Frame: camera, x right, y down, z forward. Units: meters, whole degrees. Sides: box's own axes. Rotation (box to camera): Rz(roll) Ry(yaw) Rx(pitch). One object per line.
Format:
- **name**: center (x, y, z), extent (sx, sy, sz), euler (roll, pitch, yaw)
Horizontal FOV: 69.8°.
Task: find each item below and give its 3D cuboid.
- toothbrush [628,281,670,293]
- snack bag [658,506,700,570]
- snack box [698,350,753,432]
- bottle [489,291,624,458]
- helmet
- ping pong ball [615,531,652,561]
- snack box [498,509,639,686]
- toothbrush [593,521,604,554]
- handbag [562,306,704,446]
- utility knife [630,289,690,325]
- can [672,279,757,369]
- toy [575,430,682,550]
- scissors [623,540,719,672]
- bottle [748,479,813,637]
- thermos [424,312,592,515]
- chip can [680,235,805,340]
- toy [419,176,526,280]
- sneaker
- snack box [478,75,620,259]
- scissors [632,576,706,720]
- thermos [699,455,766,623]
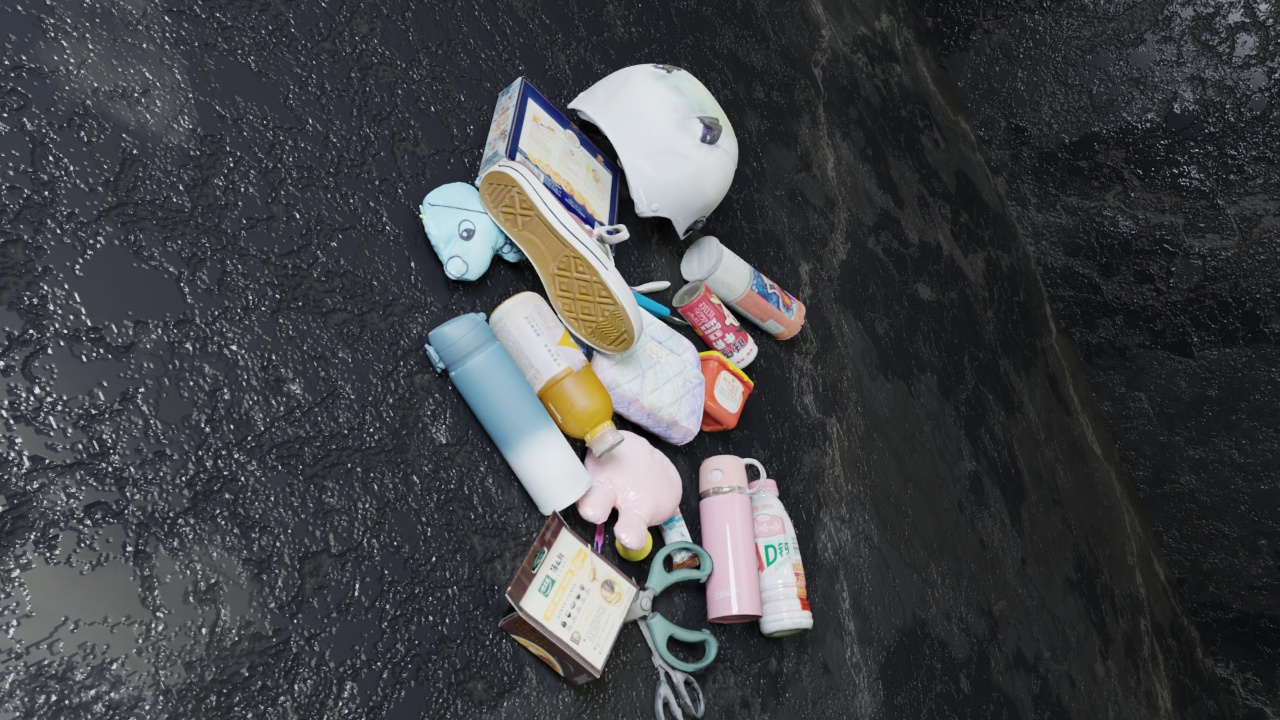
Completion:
- **toothbrush**: center (-0.019, -0.092, 1.177), extent (0.187, 0.016, 0.017), euler (-14, 72, -52)
- **snack bag**: center (0.039, 0.199, 1.085), extent (0.048, 0.026, 0.104), euler (-14, 82, -40)
- **snack box**: center (0.092, 0.042, 1.188), extent (0.091, 0.082, 0.080), euler (38, 55, -33)
- **bottle**: center (-0.085, 0.017, 0.964), extent (0.189, 0.068, 0.067), euler (54, 37, 9)
- **helmet**: center (0.043, -0.291, 1.197), extent (0.229, 0.146, 0.258), euler (60, 21, 16)
- **ping pong ball**: center (-0.007, 0.201, 1.014), extent (0.040, 0.040, 0.040), euler (26, 53, -40)
- **snack box**: center (-0.073, 0.232, 0.900), extent (0.125, 0.053, 0.113), euler (42, 42, -10)
- **toothbrush**: center (-0.053, 0.241, 0.966), extent (0.014, 0.018, 0.188), euler (37, 43, -34)
- **handbag**: center (-0.007, 0.006, 1.089), extent (0.193, 0.076, 0.134), euler (31, 52, -36)
- **utility knife**: center (0.005, -0.069, 1.167), extent (0.204, 0.034, 0.018), euler (18, 66, -53)
- **can**: center (0.105, -0.048, 1.269), extent (0.133, 0.053, 0.053), euler (47, 41, -23)
- **toy**: center (-0.015, 0.141, 1.008), extent (0.121, 0.054, 0.159), euler (37, 33, 0)
- **scissors**: center (0.033, 0.285, 1.017), extent (0.174, 0.019, 0.176), euler (-16, 84, -44)
- **bottle**: center (0.172, 0.252, 1.186), extent (0.068, 0.068, 0.196), euler (19, 53, -44)
- **thermos**: center (-0.133, 0.052, 0.926), extent (0.220, 0.070, 0.070), euler (57, 38, -11)
- **chip can**: center (0.154, -0.101, 1.342), extent (0.214, 0.071, 0.071), euler (30, 50, -40)
- **toy**: center (-0.179, -0.145, 0.985), extent (0.156, 0.050, 0.161), euler (24, 49, -44)
- **sneaker**: center (-0.071, -0.118, 0.985), extent (0.241, 0.119, 0.087), euler (52, 40, -4)
- **snack box**: center (-0.101, -0.225, 1.099), extent (0.178, 0.046, 0.182), euler (39, 34, -31)
- **scissors**: center (0.018, 0.328, 1.002), extent (0.170, 0.014, 0.150), euler (44, 42, -26)
- **thermos**: center (0.117, 0.215, 1.121), extent (0.067, 0.087, 0.198), euler (46, 38, -58)
